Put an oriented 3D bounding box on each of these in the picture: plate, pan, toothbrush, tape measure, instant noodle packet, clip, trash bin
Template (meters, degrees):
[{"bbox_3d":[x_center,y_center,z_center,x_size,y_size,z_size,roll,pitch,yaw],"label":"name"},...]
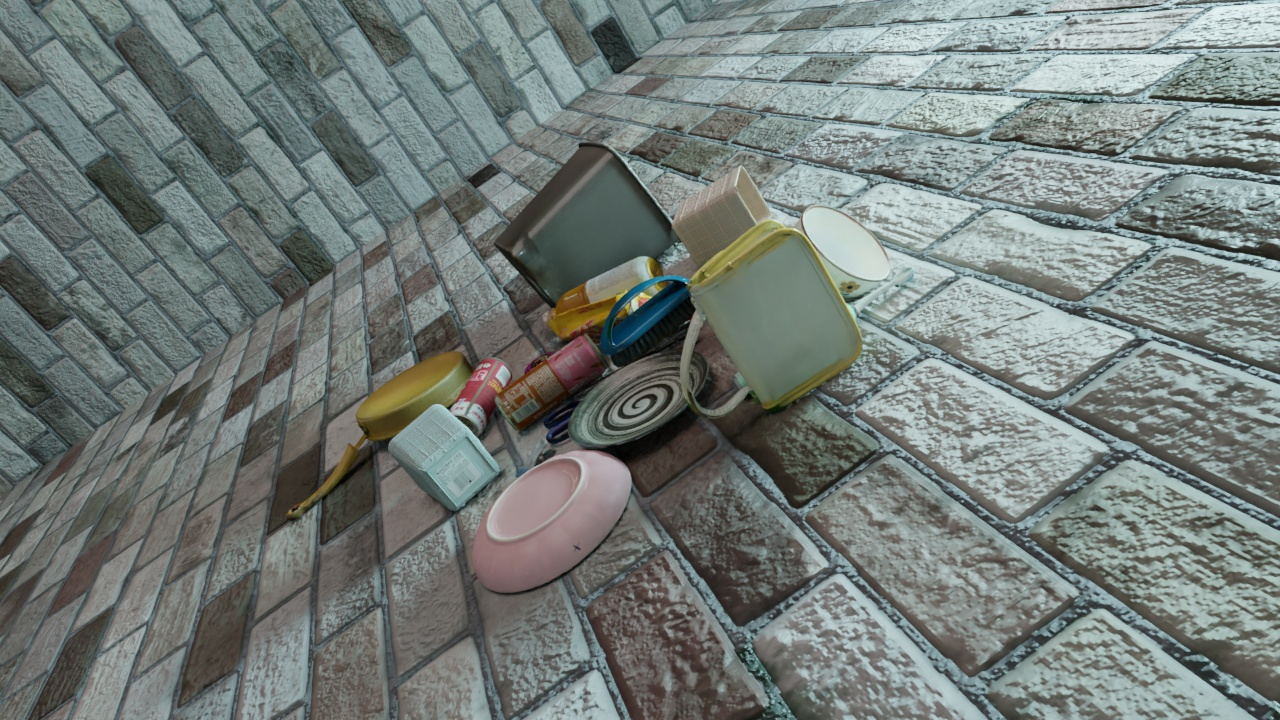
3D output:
[{"bbox_3d":[0.000,0.047,1.042,0.180,0.024,0.179,-24,25,12],"label":"plate"},{"bbox_3d":[-0.403,0.111,1.410,0.356,0.078,0.198,-36,21,-20],"label":"pan"},{"bbox_3d":[-0.007,0.007,1.147,0.181,0.018,0.015,-27,22,19],"label":"toothbrush"},{"bbox_3d":[-0.126,0.017,1.245,0.057,0.039,0.057,-36,24,-16],"label":"tape measure"},{"bbox_3d":[-0.100,0.156,0.957,0.193,0.039,0.192,-27,25,14],"label":"plate"},{"bbox_3d":[-0.045,-0.056,1.226,0.129,0.044,0.110,-18,-13,29],"label":"instant noodle packet"},{"bbox_3d":[0.192,-0.033,0.958,0.224,0.027,0.026,-34,59,0],"label":"toothbrush"},{"bbox_3d":[-0.124,0.118,1.080,0.025,0.032,0.057,-4,41,51],"label":"clip"},{"bbox_3d":[-0.089,-0.193,1.423,0.219,0.198,0.199,-44,23,-5],"label":"trash bin"}]

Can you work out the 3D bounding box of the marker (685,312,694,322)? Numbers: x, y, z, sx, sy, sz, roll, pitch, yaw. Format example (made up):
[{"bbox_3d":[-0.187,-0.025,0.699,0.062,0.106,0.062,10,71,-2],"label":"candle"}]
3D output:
[{"bbox_3d":[0.022,-0.041,1.195,0.145,0.017,0.017,-24,26,21],"label":"marker"}]

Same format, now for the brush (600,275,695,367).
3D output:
[{"bbox_3d":[0.006,-0.058,1.141,0.143,0.073,0.055,-40,25,-11],"label":"brush"}]

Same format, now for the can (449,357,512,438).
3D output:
[{"bbox_3d":[-0.225,0.054,1.280,0.053,0.053,0.132,-20,28,28],"label":"can"}]

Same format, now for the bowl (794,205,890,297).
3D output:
[{"bbox_3d":[0.209,-0.109,1.002,0.062,0.113,0.113,-57,6,40],"label":"bowl"}]

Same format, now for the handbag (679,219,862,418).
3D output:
[{"bbox_3d":[0.106,-0.028,0.891,0.178,0.163,0.063,-35,23,-1],"label":"handbag"}]

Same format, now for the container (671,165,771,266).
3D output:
[{"bbox_3d":[0.112,-0.199,1.291,0.111,0.090,0.090,-24,26,26],"label":"container"}]

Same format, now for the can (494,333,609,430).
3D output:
[{"bbox_3d":[-0.115,0.028,1.186,0.147,0.058,0.058,-35,24,-3],"label":"can"}]

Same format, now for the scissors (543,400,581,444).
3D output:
[{"bbox_3d":[-0.045,0.052,1.115,0.173,0.012,0.132,-18,27,29],"label":"scissors"}]

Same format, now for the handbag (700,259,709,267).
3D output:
[{"bbox_3d":[0.139,-0.092,1.096,0.131,0.068,0.120,-29,33,7],"label":"handbag"}]

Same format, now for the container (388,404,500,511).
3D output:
[{"bbox_3d":[-0.241,0.121,1.137,0.090,0.090,0.111,-42,28,-17],"label":"container"}]

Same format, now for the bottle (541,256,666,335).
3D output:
[{"bbox_3d":[-0.055,-0.086,1.310,0.190,0.068,0.067,-23,27,24],"label":"bottle"}]
